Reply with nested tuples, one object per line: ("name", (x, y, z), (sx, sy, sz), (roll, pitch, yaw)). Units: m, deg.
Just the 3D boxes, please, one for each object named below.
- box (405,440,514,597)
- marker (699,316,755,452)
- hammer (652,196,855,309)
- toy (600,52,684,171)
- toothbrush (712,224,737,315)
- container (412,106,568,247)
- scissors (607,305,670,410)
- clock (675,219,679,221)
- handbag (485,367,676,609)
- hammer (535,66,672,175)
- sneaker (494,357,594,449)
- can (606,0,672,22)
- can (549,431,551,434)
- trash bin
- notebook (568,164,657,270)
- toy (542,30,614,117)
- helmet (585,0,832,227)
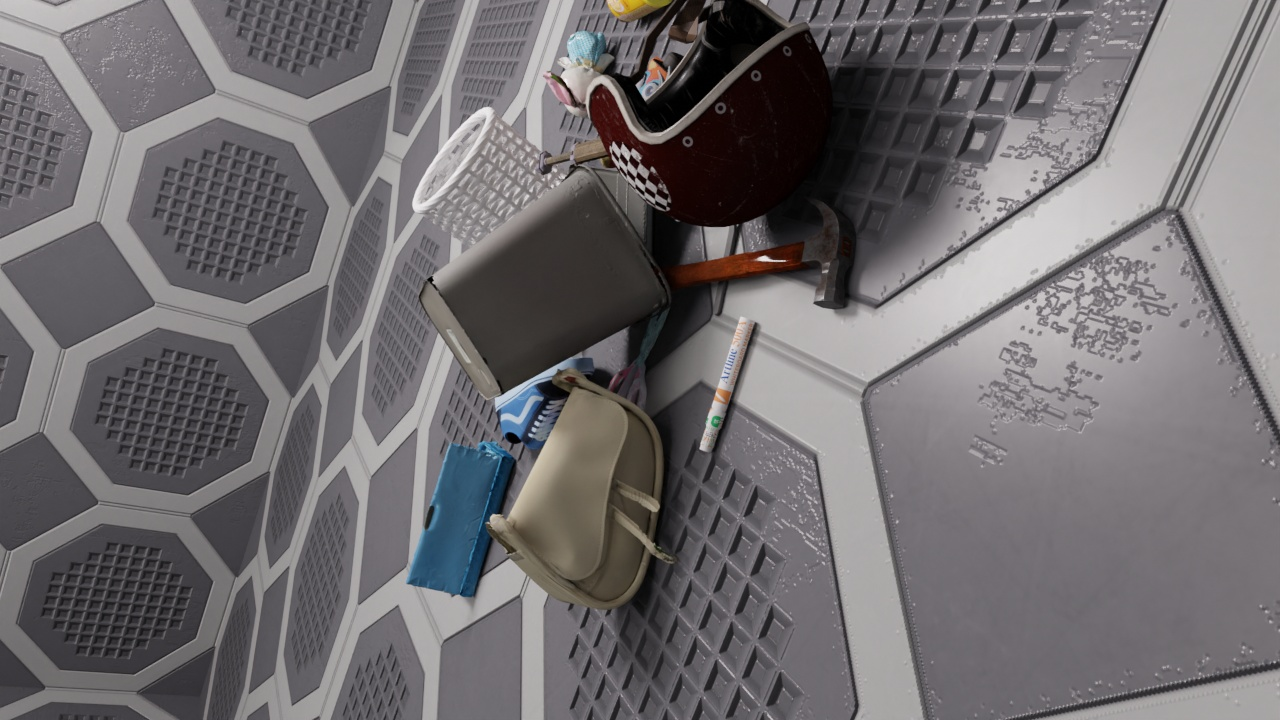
("box", (-0.285, 0.236, 1.407), (0.094, 0.110, 0.231), (25, 98, 59))
("marker", (0.090, 0.026, 0.961), (0.017, 0.017, 0.145), (23, 96, 60))
("hammer", (0.105, -0.100, 0.969), (0.301, 0.028, 0.111), (-3, 73, 55))
("toy", (0.012, -0.312, 1.189), (0.176, 0.096, 0.112), (-53, 44, 16))
("toothbrush", (0.100, -0.132, 1.025), (0.013, 0.013, 0.167), (4, 81, 60))
("container", (-0.213, -0.250, 1.390), (0.190, 0.186, 0.189), (-37, 32, 28))
("scissors", (0.006, 0.011, 1.120), (0.179, 0.016, 0.108), (-61, 31, 17))
("clock", (0.054, -0.245, 1.089), (0.123, 0.045, 0.159), (180, 94, -71))
("handbag", (-0.049, 0.143, 0.997), (0.132, 0.184, 0.228), (-12, 51, 55))
("hammer", (-0.053, -0.266, 1.170), (0.317, 0.028, 0.147), (5, 90, 56))
("sneaker", (-0.126, 0.065, 1.265), (0.242, 0.083, 0.098), (-30, 70, 53))
("can", (0.001, -0.536, 1.329), (0.105, 0.067, 0.067), (9, 84, 60))
("can", (-0.088, 0.078, 1.223), (0.095, 0.032, 0.032), (-54, 35, 32))
("trash bin", (-0.121, -0.077, 1.074), (0.219, 0.197, 0.198), (-35, 5, -18))
("notebook", (-0.040, -0.167, 1.205), (0.209, 0.029, 0.169), (28, 122, 58))
("toy", (-0.094, -0.439, 1.425), (0.205, 0.131, 0.106), (-96, 20, -44))
("helmet", (0.069, -0.264, 0.906), (0.232, 0.253, 0.234), (-42, -9, -22))
